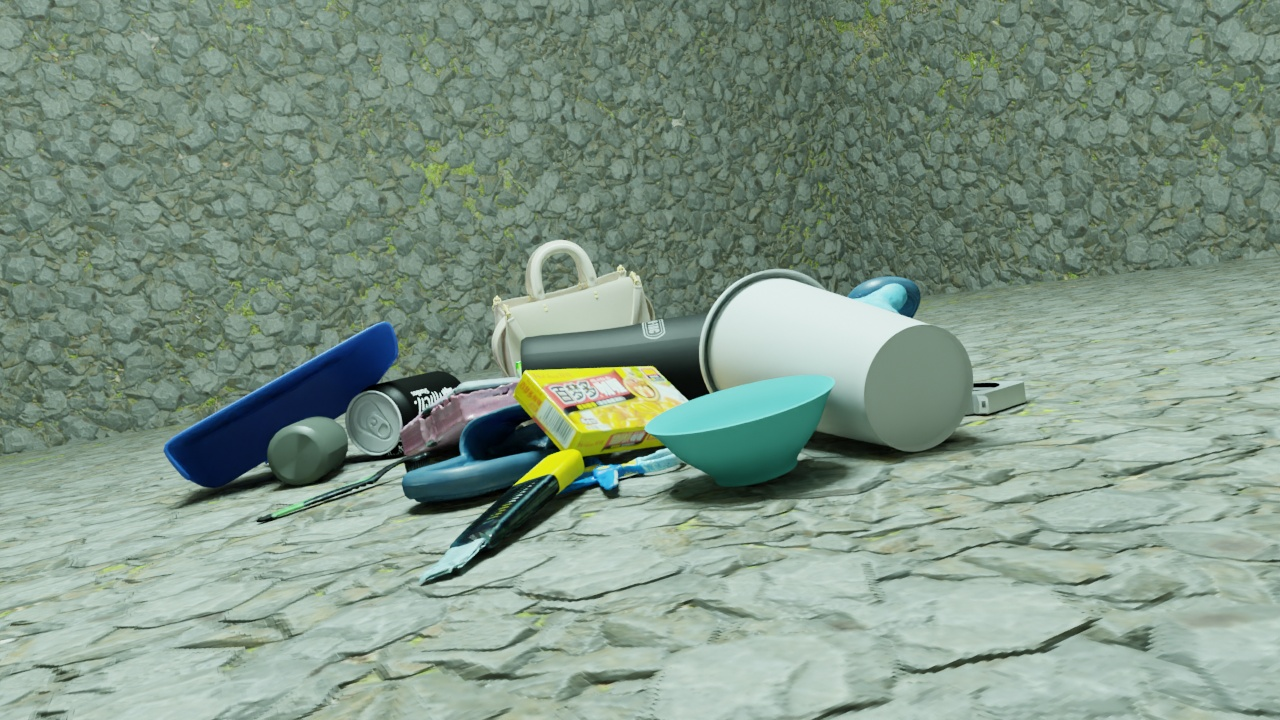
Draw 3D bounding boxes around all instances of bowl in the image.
[{"bbox_3d":[0.067,0.049,0.578,0.121,0.046,0.121,-15,7,2],"label":"bowl"}]

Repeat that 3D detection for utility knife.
[{"bbox_3d":[-0.076,0.089,0.543,0.029,0.020,0.197,-15,6,19],"label":"utility knife"}]

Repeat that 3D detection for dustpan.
[{"bbox_3d":[-0.396,0.067,1.004,0.244,0.059,0.258,-35,6,-31],"label":"dustpan"}]

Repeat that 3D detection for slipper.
[{"bbox_3d":[-0.106,0.065,0.726,0.104,0.059,0.213,-10,4,30],"label":"slipper"},{"bbox_3d":[0.246,-0.039,1.036,0.103,0.059,0.214,4,-27,-12],"label":"slipper"}]

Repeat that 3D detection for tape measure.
[{"bbox_3d":[0.255,0.029,0.708,0.064,0.017,0.065,-11,4,-35],"label":"tape measure"}]

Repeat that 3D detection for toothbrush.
[{"bbox_3d":[-0.244,0.109,0.780,0.014,0.017,0.187,-11,5,32],"label":"toothbrush"}]

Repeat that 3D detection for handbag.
[{"bbox_3d":[-0.077,-0.042,1.060,0.194,0.198,0.101,-16,20,-19],"label":"handbag"}]

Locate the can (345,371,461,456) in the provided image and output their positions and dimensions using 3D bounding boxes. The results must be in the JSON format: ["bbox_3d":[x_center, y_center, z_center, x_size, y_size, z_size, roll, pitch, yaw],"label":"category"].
[{"bbox_3d":[-0.260,0.059,1.039,0.080,0.080,0.145,-8,4,20],"label":"can"}]

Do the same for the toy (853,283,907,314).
[{"bbox_3d":[0.241,-0.020,0.912,0.180,0.115,0.183,2,8,-29],"label":"toy"}]

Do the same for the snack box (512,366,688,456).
[{"bbox_3d":[-0.021,0.037,0.725,0.152,0.025,0.075,-2,38,-49],"label":"snack box"}]

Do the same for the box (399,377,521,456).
[{"bbox_3d":[-0.162,0.053,0.879,0.098,0.041,0.233,-12,-7,-28],"label":"box"}]

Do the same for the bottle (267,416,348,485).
[{"bbox_3d":[-0.327,0.087,0.916,0.060,0.060,0.108,-9,4,-3],"label":"bottle"}]

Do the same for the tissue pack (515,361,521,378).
[{"bbox_3d":[-0.072,0.034,0.973,0.099,0.034,0.114,-10,38,-21],"label":"tissue pack"}]

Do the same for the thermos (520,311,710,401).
[{"bbox_3d":[-0.005,0.005,0.908,0.218,0.106,0.106,-4,3,-2],"label":"thermos"}]

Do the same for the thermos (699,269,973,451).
[{"bbox_3d":[0.138,0.002,0.678,0.131,0.131,0.222,-10,11,-18],"label":"thermos"}]

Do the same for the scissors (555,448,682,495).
[{"bbox_3d":[-0.018,0.080,0.650,0.125,0.016,0.125,-14,4,-4],"label":"scissors"}]
